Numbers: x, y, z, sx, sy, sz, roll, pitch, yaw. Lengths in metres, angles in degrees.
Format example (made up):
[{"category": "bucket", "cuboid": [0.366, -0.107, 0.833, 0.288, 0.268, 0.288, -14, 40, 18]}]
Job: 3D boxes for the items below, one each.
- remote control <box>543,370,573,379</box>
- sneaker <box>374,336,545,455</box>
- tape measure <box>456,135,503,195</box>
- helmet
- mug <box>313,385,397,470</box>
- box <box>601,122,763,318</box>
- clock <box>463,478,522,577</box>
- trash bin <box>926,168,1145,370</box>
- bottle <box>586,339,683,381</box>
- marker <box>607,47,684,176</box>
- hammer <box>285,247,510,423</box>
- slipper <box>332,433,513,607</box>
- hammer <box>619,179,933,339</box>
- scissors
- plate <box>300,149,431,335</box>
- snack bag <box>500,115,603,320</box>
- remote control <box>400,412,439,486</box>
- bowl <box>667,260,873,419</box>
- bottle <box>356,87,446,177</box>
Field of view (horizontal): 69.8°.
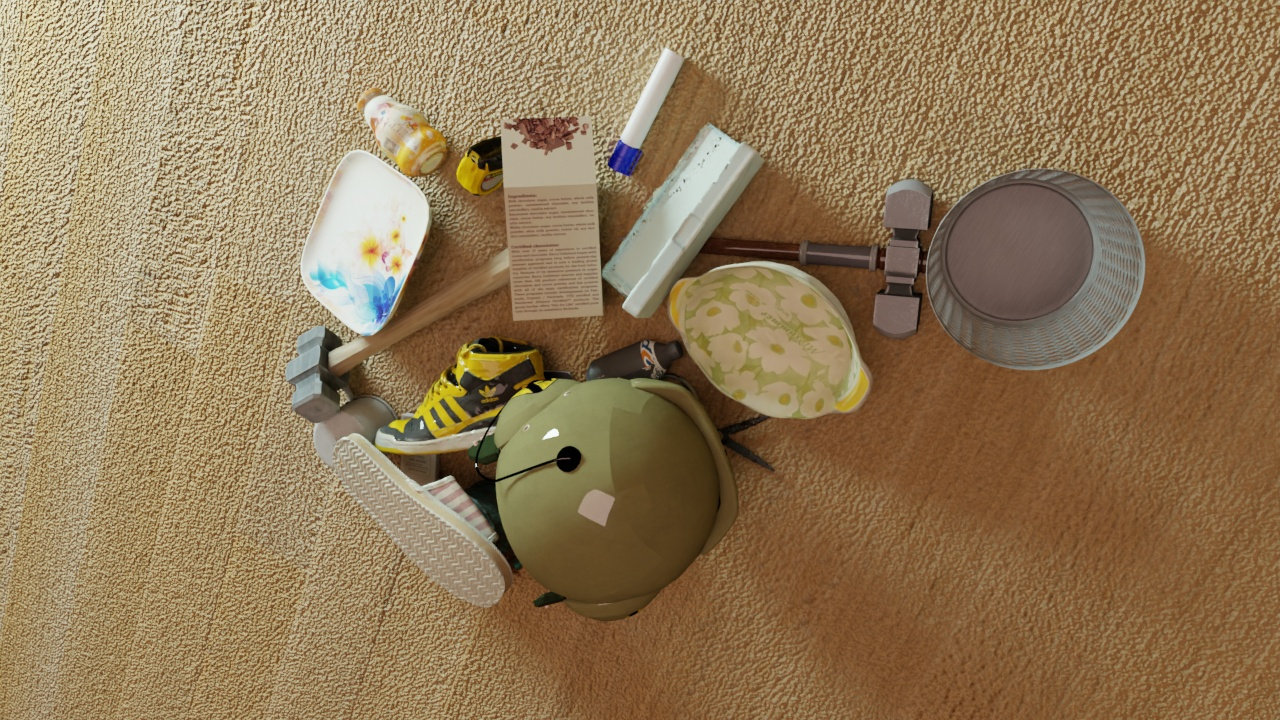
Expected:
[{"category": "remote control", "cuboid": [-0.098, 0.084, 1.076, 0.045, 0.008, 0.147, 2, 102, 19]}, {"category": "sneaker", "cuboid": [-0.211, 0.039, 1.059, 0.239, 0.086, 0.122, -7, 94, 19]}, {"category": "tape measure", "cuboid": [-0.173, -0.213, 1.009, 0.037, 0.065, 0.064, 42, 133, 8]}, {"category": "helmet", "cuboid": [-0.023, 0.123, 0.913, 0.233, 0.255, 0.250, -21, 94, 26]}, {"category": "mug", "cuboid": [-0.359, 0.079, 1.135, 0.084, 0.070, 0.113, -36, 90, 22]}, {"category": "box", "cuboid": [0.037, -0.141, 0.921, 0.198, 0.078, 0.122, -54, 47, 11]}, {"category": "clock", "cuboid": [-0.202, 0.205, 1.106, 0.158, 0.073, 0.121, 0, 97, 35]}, {"category": "trash bin", "cuboid": [0.332, -0.086, 0.795, 0.157, 0.183, 0.156, 4, 102, 18]}, {"category": "bottle", "cuboid": [-0.006, 0.006, 1.007, 0.113, 0.046, 0.047, -22, 93, 22]}, {"category": "marker", "cuboid": [0.007, -0.259, 0.959, 0.027, 0.023, 0.133, 26, 110, -10]}, {"category": "hammer", "cuboid": [-0.276, -0.042, 1.075, 0.323, 0.051, 0.117, -27, 47, 15]}, {"category": "slipper", "cuboid": [-0.244, 0.173, 1.047, 0.263, 0.052, 0.115, 37, 128, 12]}, {"category": "hammer", "cuboid": [0.130, -0.113, 0.941, 0.323, 0.043, 0.156, 7, 104, 20]}, {"category": "scissors", "cuboid": [0.069, 0.078, 1.014, 0.171, 0.012, 0.157, -35, 89, 22]}, {"category": "plate", "cuboid": [-0.319, -0.138, 1.070, 0.187, 0.016, 0.187, 35, 105, 31]}, {"category": "snack bag", "cuboid": [-0.094, -0.151, 0.974, 0.094, 0.070, 0.206, -4, 101, -5]}, {"category": "remote control", "cuboid": [-0.276, 0.135, 1.148, 0.050, 0.011, 0.136, 9, 104, 18]}, {"category": "bowl", "cuboid": [0.136, -0.031, 0.918, 0.219, 0.060, 0.189, 29, 140, 13]}, {"category": "bottle", "cuboid": [-0.271, -0.259, 1.035, 0.109, 0.063, 0.063, 46, 112, 5]}]
